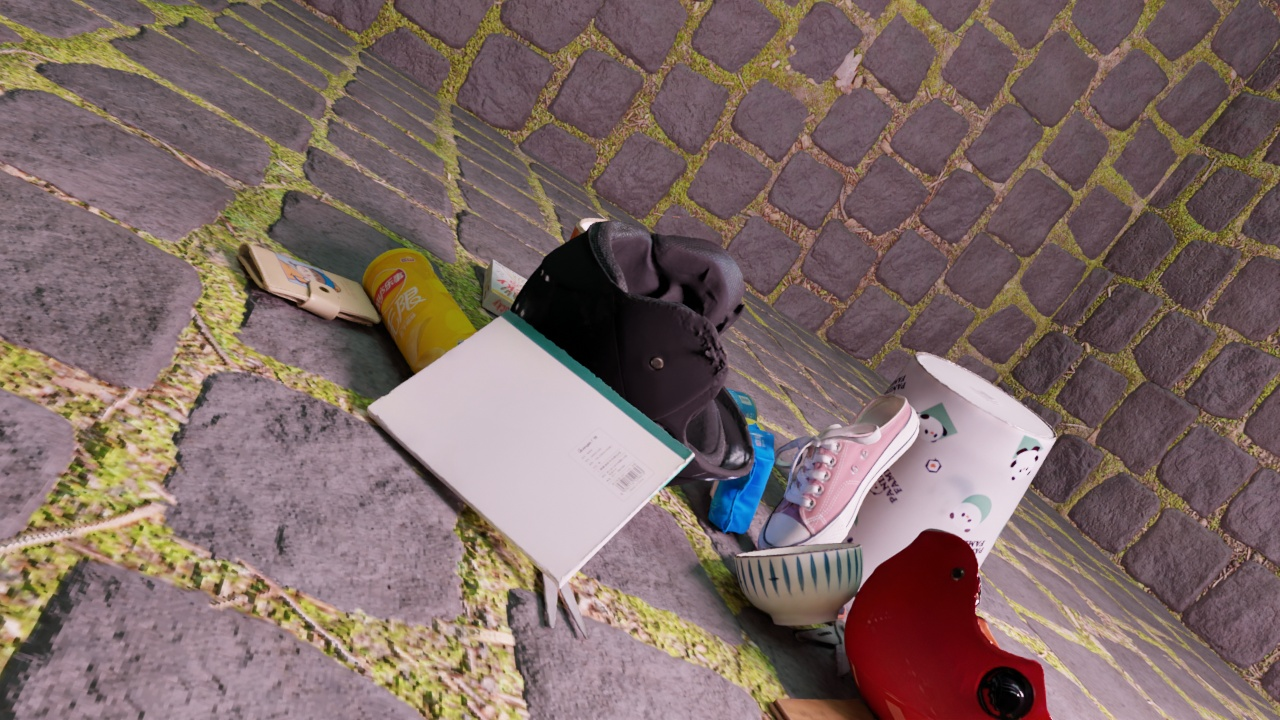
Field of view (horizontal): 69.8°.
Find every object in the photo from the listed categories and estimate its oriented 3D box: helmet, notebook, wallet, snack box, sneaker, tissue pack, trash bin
[{"bbox_3d":[-0.005,0.005,0.866,0.275,0.231,0.232,61,21,-15],"label":"helmet"},{"bbox_3d":[-0.084,0.056,0.706,0.209,0.012,0.150,37,58,22],"label":"notebook"},{"bbox_3d":[-0.298,-0.065,0.830,0.115,0.024,0.087,23,13,-46],"label":"wallet"},{"bbox_3d":[-0.165,-0.083,1.206,0.084,0.027,0.156,31,13,-18],"label":"snack box"},{"bbox_3d":[0.200,0.113,0.970,0.088,0.240,0.118,54,-18,-27],"label":"sneaker"},{"bbox_3d":[0.109,0.124,1.006,0.052,0.095,0.157,19,12,5],"label":"tissue pack"},{"bbox_3d":[0.343,0.143,1.100,0.229,0.252,0.229,24,19,-9],"label":"trash bin"},{"bbox_3d":[0.261,0.271,0.768,0.240,0.144,0.207,63,8,21],"label":"helmet"},{"bbox_3d":[0.162,0.299,0.695,0.115,0.020,0.101,20,18,-39],"label":"wallet"}]

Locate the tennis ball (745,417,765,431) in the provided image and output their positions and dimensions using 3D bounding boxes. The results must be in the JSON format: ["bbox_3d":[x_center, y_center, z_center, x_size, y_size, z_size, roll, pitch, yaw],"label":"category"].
[{"bbox_3d":[0.133,0.107,1.187,0.065,0.065,0.065,33,14,-9],"label":"tennis ball"}]

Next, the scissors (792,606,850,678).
[{"bbox_3d":[0.209,0.268,0.923,0.189,0.015,0.224,31,15,-17],"label":"scissors"}]

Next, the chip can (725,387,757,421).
[{"bbox_3d":[0.075,0.060,1.198,0.071,0.071,0.210,44,15,32],"label":"chip can"}]

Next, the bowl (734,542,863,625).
[{"bbox_3d":[0.146,0.204,0.836,0.116,0.117,0.066,11,71,-60],"label":"bowl"}]

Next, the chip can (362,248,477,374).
[{"bbox_3d":[-0.189,-0.022,0.840,0.072,0.072,0.213,21,20,-45],"label":"chip can"}]

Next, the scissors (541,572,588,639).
[{"bbox_3d":[-0.062,0.147,0.689,0.170,0.012,0.144,44,17,29],"label":"scissors"}]

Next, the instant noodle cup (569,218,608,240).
[{"bbox_3d":[-0.028,-0.087,1.025,0.151,0.112,0.151,16,20,-6],"label":"instant noodle cup"}]
